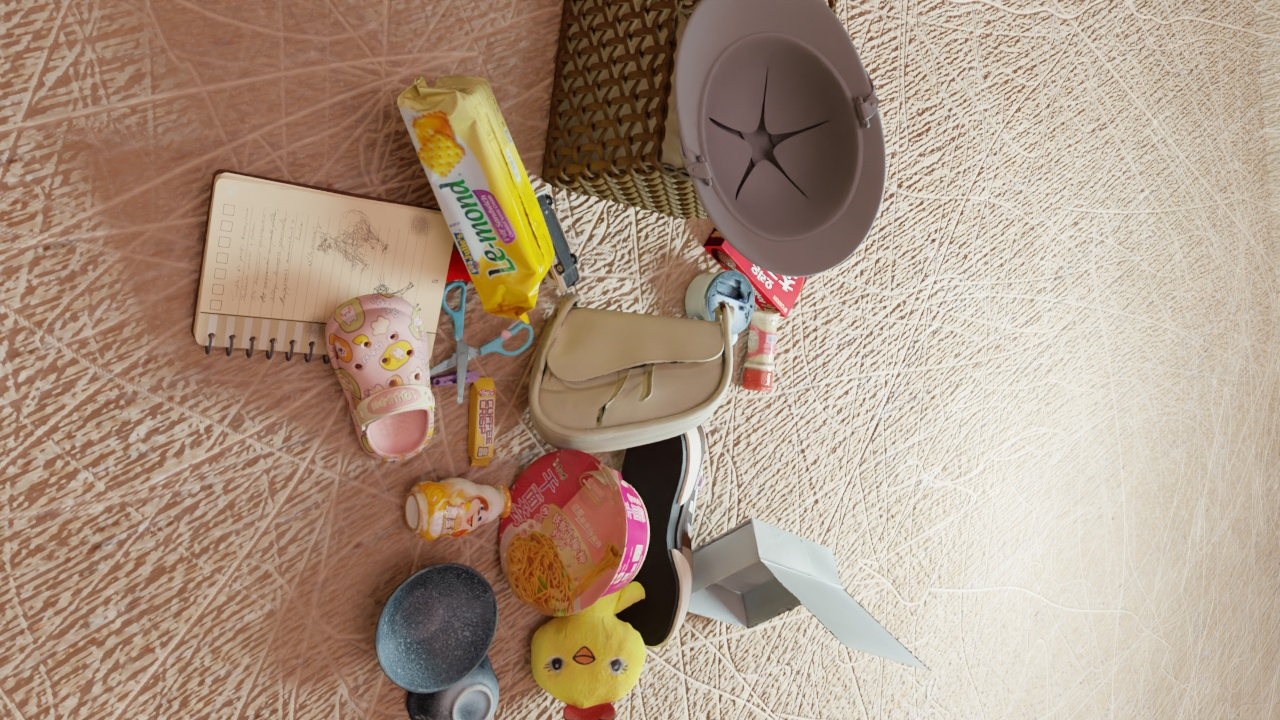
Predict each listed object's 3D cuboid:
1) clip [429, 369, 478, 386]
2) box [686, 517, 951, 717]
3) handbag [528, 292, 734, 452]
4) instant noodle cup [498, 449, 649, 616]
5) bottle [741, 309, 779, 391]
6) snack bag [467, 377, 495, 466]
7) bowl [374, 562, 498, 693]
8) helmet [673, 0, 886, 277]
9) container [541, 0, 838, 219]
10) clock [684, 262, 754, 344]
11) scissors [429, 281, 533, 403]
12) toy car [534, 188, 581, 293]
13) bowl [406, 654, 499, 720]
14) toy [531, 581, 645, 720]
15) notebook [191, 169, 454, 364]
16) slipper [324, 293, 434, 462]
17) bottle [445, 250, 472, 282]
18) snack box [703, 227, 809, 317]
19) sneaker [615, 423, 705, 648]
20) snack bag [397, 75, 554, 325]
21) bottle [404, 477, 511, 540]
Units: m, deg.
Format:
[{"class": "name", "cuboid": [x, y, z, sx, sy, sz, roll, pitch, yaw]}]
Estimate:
[{"class": "clip", "cuboid": [-0.200, 0.019, 0.981, 0.051, 0.032, 0.013, -11, 101, -34]}, {"class": "box", "cuboid": [0.188, 0.306, 1.104, 0.167, 0.330, 0.165, 25, 93, -35]}, {"class": "handbag", "cuboid": [-0.006, 0.006, 1.013, 0.229, 0.132, 0.183, 5, 73, -6]}, {"class": "instant noodle cup", "cuboid": [-0.066, 0.192, 1.020, 0.077, 0.179, 0.178, 19, 83, -53]}, {"class": "bottle", "cuboid": [0.163, -0.013, 1.237, 0.044, 0.044, 0.109, 4, 92, -37]}, {"class": "snack bag", "cuboid": [-0.174, 0.068, 1.008, 0.026, 0.020, 0.099, 0, 95, -38]}, {"class": "bowl", "cuboid": [-0.224, 0.274, 0.970, 0.136, 0.057, 0.137, -5, 98, -37]}, {"class": "helmet", "cuboid": [0.120, -0.217, 0.873, 0.183, 0.117, 0.271, -20, 103, -1]}, {"class": "container", "cuboid": [0.050, -0.302, 1.012, 0.219, 0.214, 0.251, 7, 91, -37]}, {"class": "clock", "cuboid": [0.098, -0.061, 1.174, 0.083, 0.057, 0.117, 16, 85, -38]}, {"class": "scissors", "cuboid": [-0.184, -0.028, 0.978, 0.134, 0.015, 0.129, -31, 95, -31]}, {"class": "toy car", "cuboid": [-0.104, -0.132, 1.028, 0.039, 0.039, 0.113, -48, 122, -50]}, {"class": "bowl", "cuboid": [-0.195, 0.371, 1.004, 0.110, 0.055, 0.110, -5, 98, -37]}, {"class": "toy", "cuboid": [-0.060, 0.317, 1.079, 0.134, 0.092, 0.207, 2, 87, -1]}, {"class": "notebook", "cuboid": [-0.293, -0.076, 0.869, 0.225, 0.024, 0.167, 6, 106, -33]}, {"class": "slipper", "cuboid": [-0.238, 0.030, 0.884, 0.093, 0.081, 0.198, -19, 130, -20]}, {"class": "bottle", "cuboid": [-0.217, -0.098, 0.946, 0.118, 0.036, 0.036, -5, 98, -36]}, {"class": "snack box", "cuboid": [0.172, -0.157, 1.231, 0.152, 0.036, 0.132, 42, 71, -32]}, {"class": "sneaker", "cuboid": [0.035, 0.202, 1.142, 0.116, 0.112, 0.294, -3, 97, -57]}, {"class": "snack bag", "cuboid": [-0.151, -0.168, 0.915, 0.068, 0.159, 0.247, -18, 110, 7]}, {"class": "bottle", "cuboid": [-0.192, 0.156, 0.977, 0.108, 0.063, 0.063, -1, 95, -36]}]
